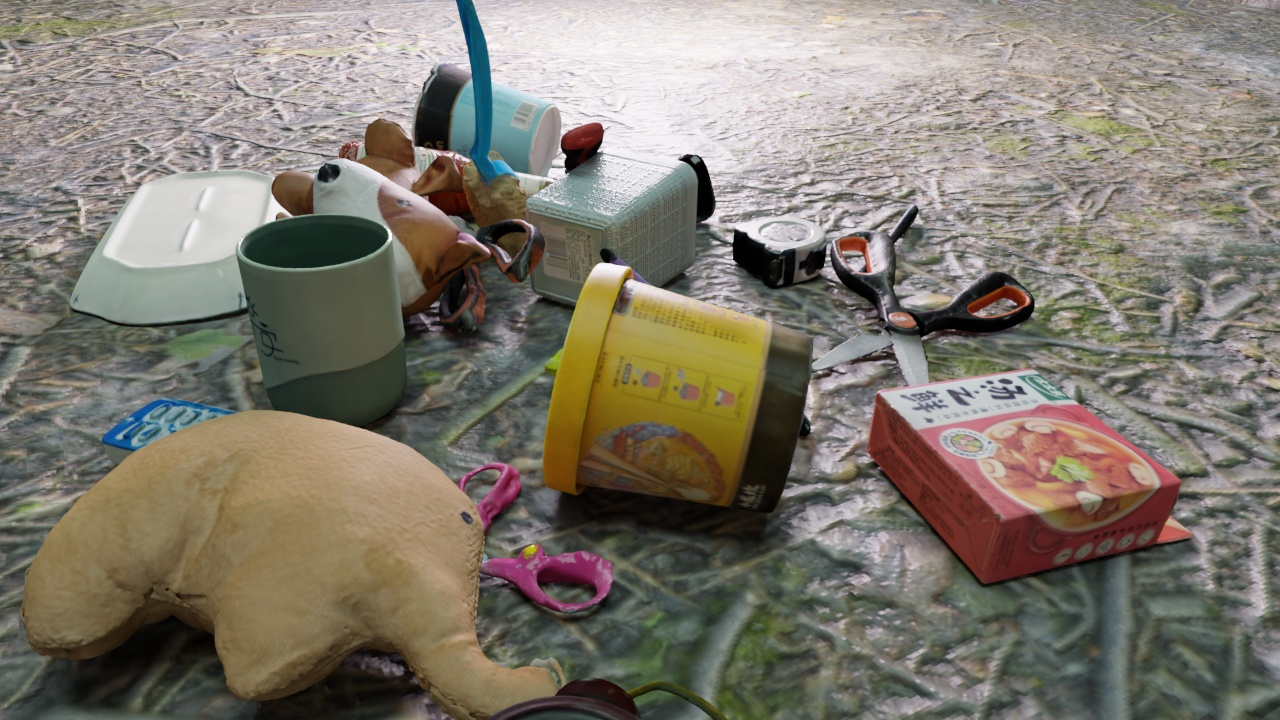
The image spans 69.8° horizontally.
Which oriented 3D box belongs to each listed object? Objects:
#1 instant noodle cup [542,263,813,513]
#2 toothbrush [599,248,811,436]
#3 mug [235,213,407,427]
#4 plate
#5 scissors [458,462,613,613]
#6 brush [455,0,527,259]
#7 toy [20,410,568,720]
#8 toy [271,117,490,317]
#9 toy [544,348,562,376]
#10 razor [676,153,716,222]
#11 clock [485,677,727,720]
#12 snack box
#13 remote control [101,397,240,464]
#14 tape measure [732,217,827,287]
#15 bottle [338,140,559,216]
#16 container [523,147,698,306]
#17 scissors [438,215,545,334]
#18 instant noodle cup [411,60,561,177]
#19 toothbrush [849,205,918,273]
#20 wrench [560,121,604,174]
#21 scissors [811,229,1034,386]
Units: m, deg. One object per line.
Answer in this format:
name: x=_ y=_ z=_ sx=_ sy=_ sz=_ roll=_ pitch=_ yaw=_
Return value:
instant noodle cup: x=0.021 y=0.019 z=0.466 sx=0.114 sy=0.119 sz=0.118 roll=12 pitch=31 yaw=4
toothbrush: x=0.037 y=-0.016 z=0.574 sx=0.189 sy=0.014 sz=0.016 roll=43 pitch=33 yaw=26
mug: x=-0.189 y=-0.025 z=0.535 sx=0.112 sy=0.106 sz=0.082 roll=26 pitch=39 yaw=35
plate: x=-0.354 y=-0.104 z=0.739 sx=0.162 sy=0.034 sz=0.265 roll=-6 pitch=31 yaw=-12
scissors: x=-0.076 y=0.090 z=0.433 sx=0.133 sy=0.017 sz=0.134 roll=2 pitch=34 yaw=8
brush: x=-0.112 y=-0.168 z=0.669 sx=0.045 sy=0.255 sz=0.083 roll=-26 pitch=60 yaw=-16
toy: x=-0.129 y=0.082 z=0.381 sx=0.226 sy=0.083 sz=0.143 roll=9 pitch=40 yaw=13
toy: x=-0.191 y=-0.099 z=0.658 sx=0.140 sy=0.130 sz=0.199 roll=-31 pitch=46 yaw=-1
toy: x=-0.003 y=0.003 z=0.570 sx=0.097 sy=0.031 sz=0.099 roll=15 pitch=32 yaw=19
razor: x=-0.016 y=-0.134 z=0.799 sx=0.167 sy=0.062 sz=0.068 roll=-18 pitch=4 yaw=-20
clock: x=-0.017 y=0.147 z=0.293 sx=0.082 sy=0.055 sz=0.121 roll=25 pitch=35 yaw=35
snack box: x=0.203 y=0.052 z=0.478 sx=0.127 sy=0.044 sz=0.113 roll=-8 pitch=31 yaw=-16
remote control: x=-0.220 y=0.048 z=0.489 sx=0.125 sy=0.024 sz=0.048 roll=9 pitch=31 yaw=15
tape measure: x=0.115 y=-0.088 z=0.733 sx=0.066 sy=0.034 sz=0.065 roll=-14 pitch=35 yaw=-21
bottle: x=-0.161 y=-0.156 z=0.817 sx=0.206 sy=0.060 sz=0.059 roll=5 pitch=29 yaw=-6
container: x=-0.022 y=-0.095 z=0.686 sx=0.090 sy=0.090 sz=0.111 roll=17 pitch=36 yaw=26
scissors: x=-0.135 y=-0.072 z=0.683 sx=0.205 sy=0.015 sz=0.198 roll=-21 pitch=43 yaw=40
instant noodle cup: x=-0.146 y=-0.226 z=0.904 sx=0.120 sy=0.111 sz=0.111 roll=16 pitch=32 yaw=9
toothbrush: x=0.208 y=-0.100 z=0.776 sx=0.018 sy=0.016 sz=0.180 roll=9 pitch=30 yaw=30
wrench: x=-0.046 y=-0.175 z=0.787 sx=0.056 sy=0.016 sz=0.273 roll=-19 pitch=5 yaw=2
scissors: x=0.193 y=-0.035 z=0.644 sx=0.227 sy=0.022 sz=0.220 roll=-3 pitch=37 yaw=-15
